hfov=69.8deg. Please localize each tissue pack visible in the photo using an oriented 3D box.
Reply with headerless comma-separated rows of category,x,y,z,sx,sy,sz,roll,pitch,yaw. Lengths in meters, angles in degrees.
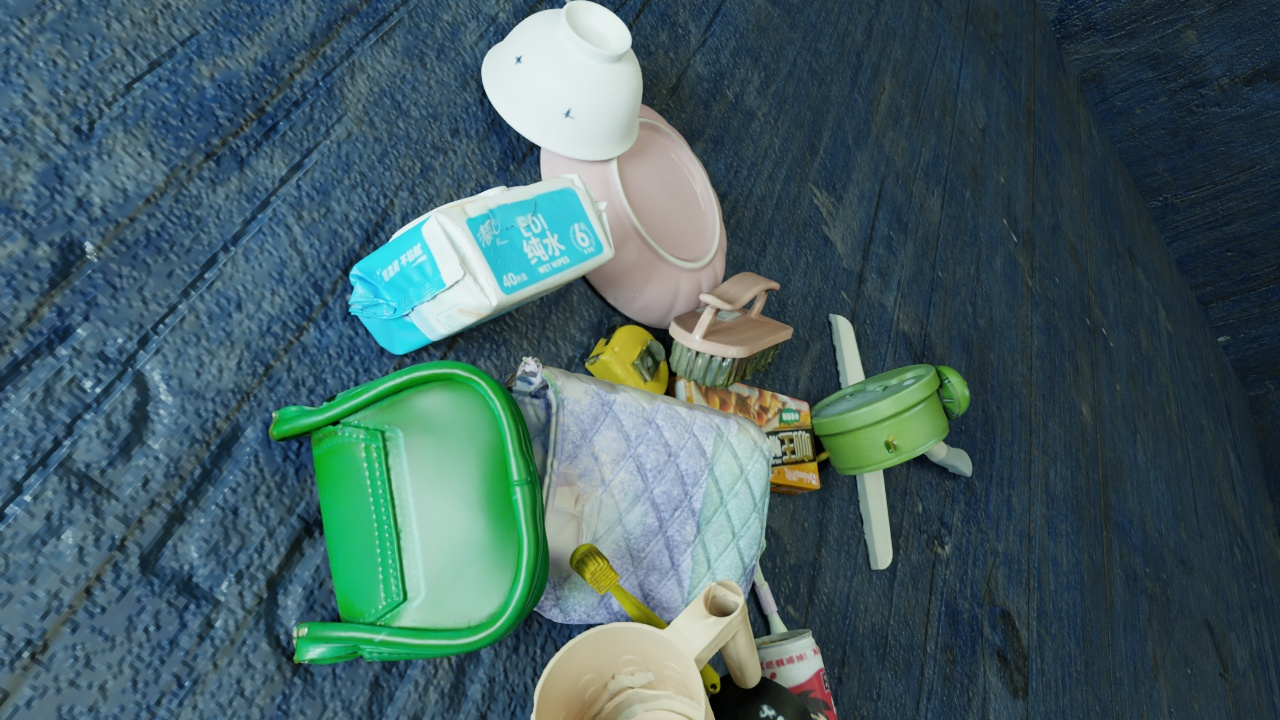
tissue pack,-0.086,-0.057,0.511,0.139,0.090,0.063,-31,97,-51

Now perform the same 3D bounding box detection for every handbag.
handbag,-0.007,0.083,0.541,0.193,0.076,0.134,18,79,-46
handbag,-0.104,0.069,0.418,0.068,0.120,0.131,101,-23,-80

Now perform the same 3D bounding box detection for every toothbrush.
toothbrush,0.009,0.148,0.500,0.015,0.016,0.190,-43,137,-9
toothbrush,0.108,0.216,0.665,0.020,0.029,0.189,172,-103,-87

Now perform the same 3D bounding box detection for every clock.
clock,0.214,0.045,0.789,0.160,0.116,0.056,-27,96,-41

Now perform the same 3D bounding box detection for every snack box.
snack box,0.082,0.058,0.704,0.153,0.026,0.075,16,61,-45

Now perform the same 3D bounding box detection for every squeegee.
squeegee,0.288,0.091,0.922,0.246,0.039,0.246,18,59,-44

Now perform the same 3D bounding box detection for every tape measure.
tape measure,-0.004,0.004,0.628,0.060,0.029,0.057,51,40,-21

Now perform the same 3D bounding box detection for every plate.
plate,0.008,-0.120,0.694,0.192,0.039,0.192,25,54,-41

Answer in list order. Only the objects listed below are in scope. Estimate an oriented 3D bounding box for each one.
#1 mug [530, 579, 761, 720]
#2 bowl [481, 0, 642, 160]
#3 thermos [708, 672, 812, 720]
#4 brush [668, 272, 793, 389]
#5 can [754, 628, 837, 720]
mug,0.013,0.181,0.473,0.124,0.084,0.104,-41,143,-19
bowl,-0.041,-0.201,0.622,0.118,0.065,0.118,16,52,-21
thermos,0.032,0.292,0.498,0.090,0.069,0.241,51,42,-10
brush,0.063,-0.025,0.658,0.145,0.063,0.073,-18,130,-65
can,0.108,0.253,0.618,0.053,0.053,0.132,0,72,-50
